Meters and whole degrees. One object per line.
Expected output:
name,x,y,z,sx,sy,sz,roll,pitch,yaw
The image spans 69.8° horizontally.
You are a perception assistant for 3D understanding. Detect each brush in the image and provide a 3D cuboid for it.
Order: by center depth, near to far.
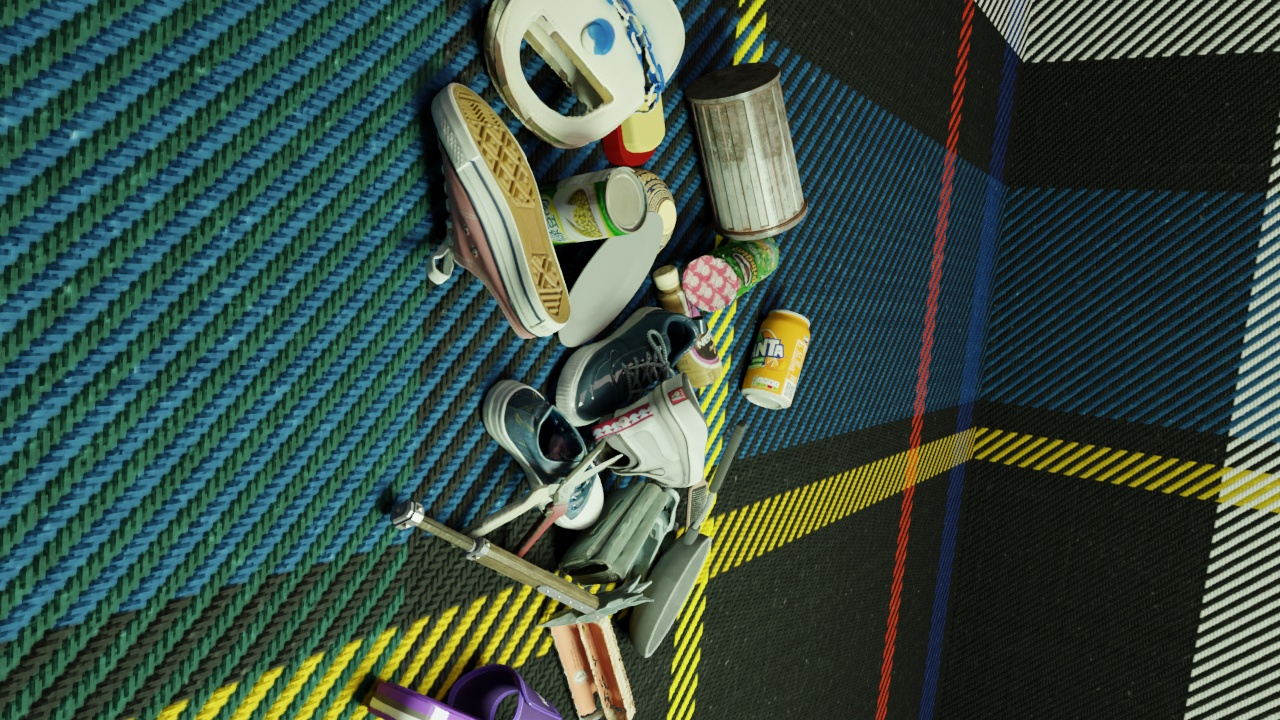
brush,-0.011,-0.309,1.041,0.082,0.042,0.173,-38,128,-47
brush,0.089,0.176,1.336,0.049,0.015,0.136,-8,104,-55

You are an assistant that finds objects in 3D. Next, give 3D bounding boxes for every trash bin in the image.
trash bin,0.141,-0.266,1.207,0.130,0.131,0.211,-49,134,-40

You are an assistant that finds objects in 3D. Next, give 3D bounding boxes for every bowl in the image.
bowl,0.006,-0.171,1.082,0.112,0.061,0.112,-19,113,-54

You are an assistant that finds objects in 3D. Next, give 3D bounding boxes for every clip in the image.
clip,0.006,0.248,1.168,0.141,0.029,0.172,-56,161,-30

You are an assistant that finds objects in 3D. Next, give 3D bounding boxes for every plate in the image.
plate,-0.035,-0.091,1.017,0.178,0.012,0.179,-48,164,-19

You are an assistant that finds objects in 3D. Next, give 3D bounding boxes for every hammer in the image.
hammer,-0.135,0.211,0.937,0.317,0.147,0.028,40,32,-43

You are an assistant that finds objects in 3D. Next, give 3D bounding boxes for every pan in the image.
pan,0.062,0.227,1.180,0.178,0.041,0.358,-34,148,-61

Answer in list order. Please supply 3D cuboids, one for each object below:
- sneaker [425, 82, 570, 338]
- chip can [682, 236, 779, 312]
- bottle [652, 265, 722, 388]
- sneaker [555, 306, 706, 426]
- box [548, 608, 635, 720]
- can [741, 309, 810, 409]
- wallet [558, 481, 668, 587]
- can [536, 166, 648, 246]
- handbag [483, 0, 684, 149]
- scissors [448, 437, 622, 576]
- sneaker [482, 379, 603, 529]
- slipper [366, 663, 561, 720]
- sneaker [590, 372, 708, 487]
sneaker,-0.144,-0.128,0.841,0.118,0.088,0.241,-23,93,-65
chip can,0.128,-0.125,1.234,0.222,0.075,0.075,-37,128,-62
bottle,0.057,-0.045,1.197,0.059,0.060,0.166,-47,125,-41
sneaker,-0.006,0.006,1.081,0.234,0.087,0.089,-43,130,-42
box,-0.059,0.372,1.112,0.043,0.083,0.187,-59,142,-54
can,0.212,-0.001,1.423,0.079,0.079,0.142,39,65,-53
wallet,-0.031,0.203,1.084,0.054,0.101,0.131,52,49,-15
can,-0.058,-0.154,0.930,0.067,0.121,0.067,3,86,-51
handbag,-0.058,-0.314,0.900,0.200,0.093,0.199,39,74,-36
scissors,-0.111,0.157,0.952,0.179,0.015,0.194,-4,129,-34
sneaker,-0.083,0.107,0.998,0.087,0.079,0.235,-60,141,-29
slipper,-0.153,0.350,0.931,0.266,0.107,0.083,46,60,-46
sneaker,0.006,0.106,1.101,0.263,0.128,0.096,90,-19,-67
